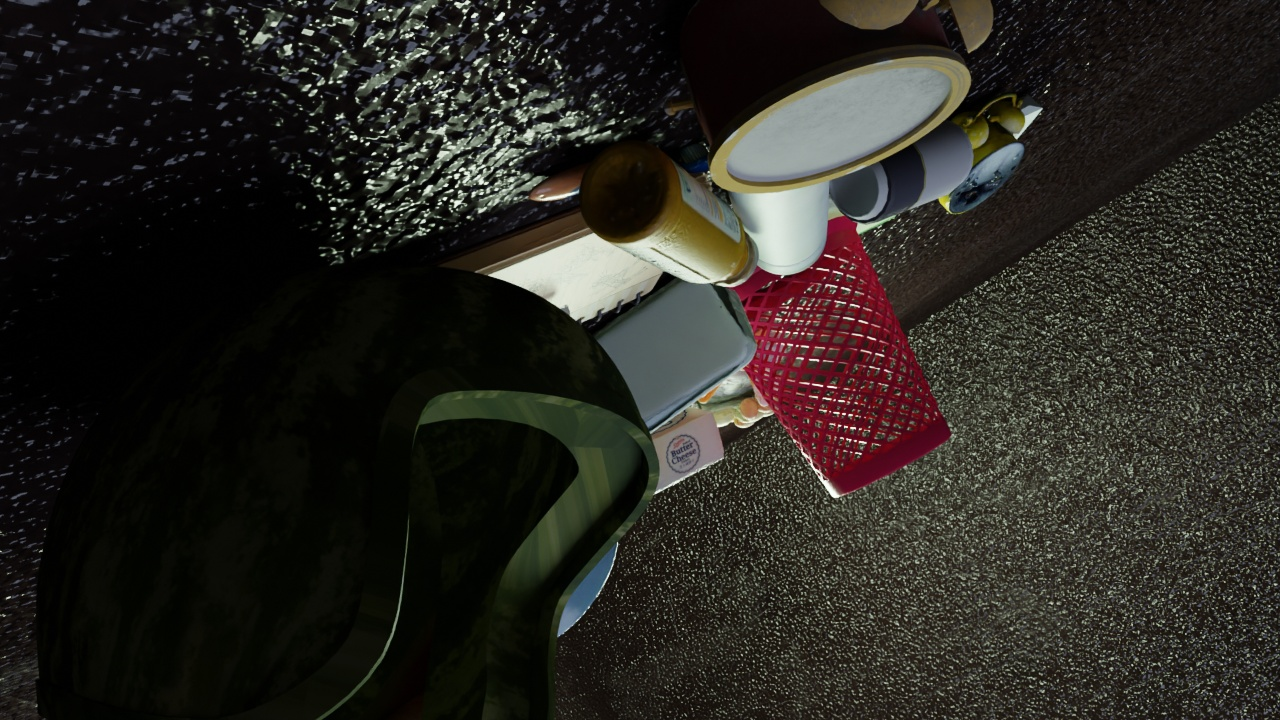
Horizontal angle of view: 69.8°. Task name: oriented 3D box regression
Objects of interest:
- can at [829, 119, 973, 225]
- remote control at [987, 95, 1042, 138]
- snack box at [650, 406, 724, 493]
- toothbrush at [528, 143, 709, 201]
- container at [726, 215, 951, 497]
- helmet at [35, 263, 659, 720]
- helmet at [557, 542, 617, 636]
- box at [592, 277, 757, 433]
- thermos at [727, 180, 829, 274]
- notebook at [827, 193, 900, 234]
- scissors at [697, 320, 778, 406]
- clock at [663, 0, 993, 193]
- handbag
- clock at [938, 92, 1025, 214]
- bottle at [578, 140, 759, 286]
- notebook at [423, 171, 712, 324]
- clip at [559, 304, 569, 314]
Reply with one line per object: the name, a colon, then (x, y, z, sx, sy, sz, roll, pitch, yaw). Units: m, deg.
can: (0.211, -0.154, 0.732, 0.127, 0.064, 0.064, -23, 167, -32)
remote control: (0.343, -0.213, 0.910, 0.049, 0.024, 0.143, -28, 167, -10)
snack box: (-0.006, 0.091, 1.050, 0.104, 0.057, 0.208, -24, -165, -24)
toothbrush: (-0.008, -0.106, 0.513, 0.134, 0.017, 0.022, -19, 160, -37)
container: (0.187, 0.004, 0.893, 0.183, 0.225, 0.183, -28, 171, -5)
helmet: (-0.127, 0.070, 0.414, 0.246, 0.244, 0.213, -64, 150, -32)
helmet: (-0.158, 0.163, 0.818, 0.266, 0.225, 0.167, -21, 133, 4)
box: (-0.007, 0.005, 0.813, 0.217, 0.107, 0.109, -39, 139, 22)
thermos: (0.093, -0.111, 0.614, 0.068, 0.068, 0.230, -31, 169, 5)
notebook: (0.195, -0.137, 0.906, 0.252, 0.010, 0.182, -26, 168, -19)
scissors: (0.114, 0.004, 1.010, 0.125, 0.129, 0.011, -51, -158, 6)
clock: (0.086, -0.144, 0.403, 0.116, 0.081, 0.159, -6, 166, -39)
handbag: (0.117, 0.017, 1.093, 0.112, 0.123, 0.172, -17, 164, -6)
clock: (0.296, -0.185, 0.812, 0.083, 0.057, 0.119, -22, 153, -25)
bottle: (0.026, -0.076, 0.536, 0.053, 0.053, 0.186, -34, 164, 16)
notebook: (-0.067, -0.045, 0.605, 0.225, 0.024, 0.168, -25, 167, -24)
clip: (-0.091, 0.000, 0.601, 0.101, 0.038, 0.054, -23, 152, -28)
